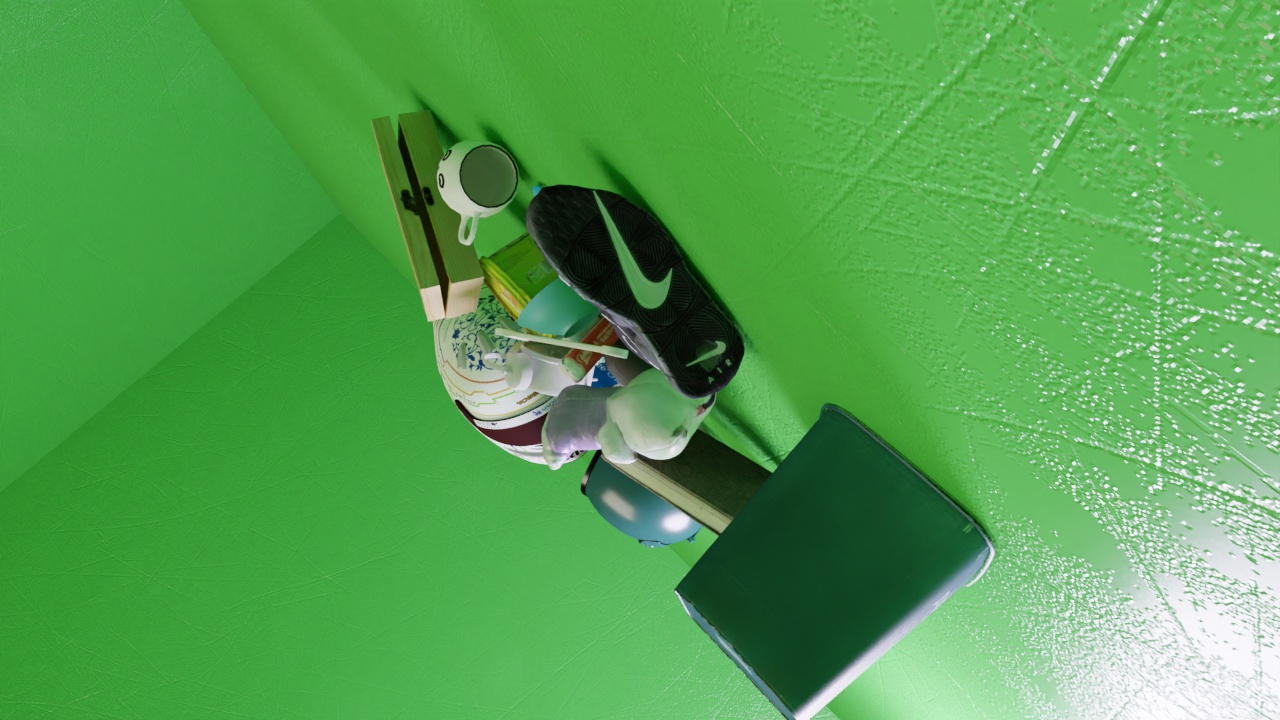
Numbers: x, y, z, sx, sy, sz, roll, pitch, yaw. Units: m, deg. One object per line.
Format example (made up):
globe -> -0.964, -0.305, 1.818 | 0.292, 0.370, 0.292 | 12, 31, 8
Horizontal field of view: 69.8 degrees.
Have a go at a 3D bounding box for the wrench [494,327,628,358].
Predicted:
wrench -> -0.099, -0.022, 1.099 | 0.047, 0.009, 0.274 | 13, 178, -36

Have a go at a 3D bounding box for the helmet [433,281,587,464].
helmet -> -0.209, 0.011, 1.528 | 0.314, 0.230, 0.236 | 46, 167, 32

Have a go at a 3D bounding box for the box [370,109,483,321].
box -> -0.288, -0.189, 1.219 | 0.128, 0.091, 0.249 | 133, 121, -64

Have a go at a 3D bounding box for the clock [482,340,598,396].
clock -> -0.131, 0.005, 1.229 | 0.159, 0.061, 0.120 | 10, -168, -7

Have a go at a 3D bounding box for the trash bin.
trash bin -> 0.165, 0.198, 0.843 | 0.199, 0.218, 0.197 | 43, 168, 25

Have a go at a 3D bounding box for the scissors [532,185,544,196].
scissors -> -0.078, -0.150, 1.065 | 0.127, 0.014, 0.127 | 41, 164, 9

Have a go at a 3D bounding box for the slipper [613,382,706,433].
slipper -> 0.036, 0.111, 1.309 | 0.221, 0.107, 0.055 | 38, -164, 14

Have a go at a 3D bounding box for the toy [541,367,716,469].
toy -> -0.018, 0.060, 1.086 | 0.210, 0.137, 0.085 | -9, 124, 28

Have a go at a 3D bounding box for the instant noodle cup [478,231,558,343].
instant noodle cup -> -0.134, -0.103, 1.210 | 0.146, 0.097, 0.146 | 45, 168, 12

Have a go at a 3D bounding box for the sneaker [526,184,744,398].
sneaker -> -0.016, -0.075, 0.895 | 0.252, 0.097, 0.151 | 45, 172, -19

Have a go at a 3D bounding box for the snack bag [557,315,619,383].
snack bag -> -0.054, -0.023, 1.147 | 0.036, 0.115, 0.077 | 42, 170, -3

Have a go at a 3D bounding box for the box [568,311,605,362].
box -> -0.095, -0.078, 1.329 | 0.187, 0.078, 0.112 | 43, -163, 27

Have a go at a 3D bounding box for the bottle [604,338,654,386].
bottle -> -0.007, 0.007, 1.216 | 0.108, 0.060, 0.060 | 46, 169, 3

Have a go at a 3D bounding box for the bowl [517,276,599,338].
bowl -> -0.084, -0.061, 1.092 | 0.046, 0.121, 0.121 | 52, 170, 9

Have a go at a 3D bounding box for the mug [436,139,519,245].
mug -> -0.193, -0.194, 1.065 | 0.090, 0.124, 0.076 | 12, 179, -31

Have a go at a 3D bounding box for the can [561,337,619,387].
can -> -0.067, 0.025, 1.392 | 0.146, 0.079, 0.079 | 40, 174, -28

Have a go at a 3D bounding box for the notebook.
notebook -> 0.086, 0.133, 1.149 | 0.215, 0.189, 0.035 | 30, 119, 28

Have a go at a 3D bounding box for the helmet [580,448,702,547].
helmet -> 0.031, 0.206, 1.468 | 0.200, 0.176, 0.275 | 28, 173, 11
